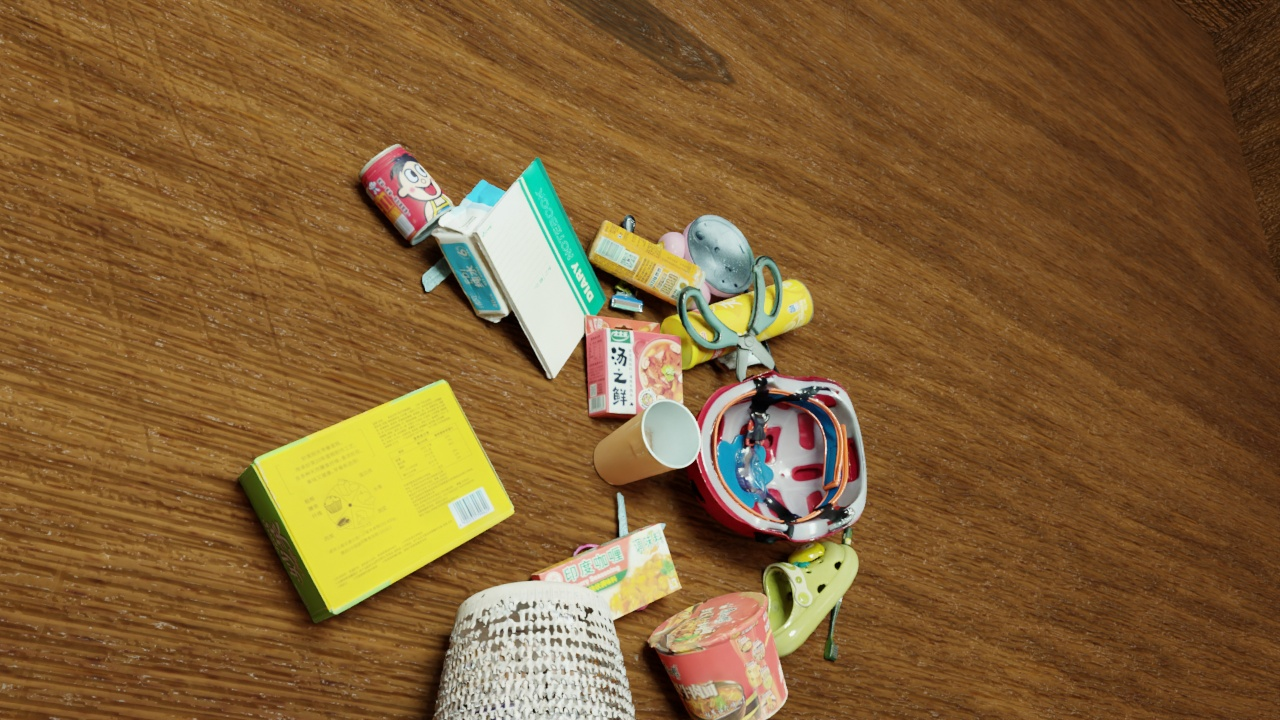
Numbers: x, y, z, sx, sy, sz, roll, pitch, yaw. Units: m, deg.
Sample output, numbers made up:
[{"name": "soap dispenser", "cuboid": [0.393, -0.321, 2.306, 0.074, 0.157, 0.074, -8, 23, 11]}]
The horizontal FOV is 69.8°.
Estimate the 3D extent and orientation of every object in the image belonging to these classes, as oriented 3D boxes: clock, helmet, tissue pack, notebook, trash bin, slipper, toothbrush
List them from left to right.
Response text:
[{"name": "tissue pack", "cuboid": [-0.170, -0.120, 1.032, 0.089, 0.063, 0.140, -54, 133, -38]}, {"name": "trash bin", "cuboid": [-0.096, 0.316, 0.834, 0.227, 0.228, 0.191, 17, 48, -29]}, {"name": "notebook", "cuboid": [-0.110, -0.105, 1.056, 0.150, 0.012, 0.209, -60, 138, -39]}, {"name": "clock", "cuboid": [0.081, -0.129, 1.241, 0.158, 0.060, 0.117, -21, 84, -41]}, {"name": "helmet", "cuboid": [0.147, 0.127, 1.122, 0.239, 0.144, 0.206, 4, 68, -22]}, {"name": "toothbrush", "cuboid": [0.176, -0.018, 1.288, 0.016, 0.014, 0.189, -14, 77, -14]}, {"name": "slipper", "cuboid": [0.193, 0.279, 1.121, 0.081, 0.092, 0.190, 50, 54, -3]}, {"name": "toothbrush", "cuboid": [0.263, 0.304, 1.207, 0.017, 0.012, 0.185, 36, 53, -25]}]

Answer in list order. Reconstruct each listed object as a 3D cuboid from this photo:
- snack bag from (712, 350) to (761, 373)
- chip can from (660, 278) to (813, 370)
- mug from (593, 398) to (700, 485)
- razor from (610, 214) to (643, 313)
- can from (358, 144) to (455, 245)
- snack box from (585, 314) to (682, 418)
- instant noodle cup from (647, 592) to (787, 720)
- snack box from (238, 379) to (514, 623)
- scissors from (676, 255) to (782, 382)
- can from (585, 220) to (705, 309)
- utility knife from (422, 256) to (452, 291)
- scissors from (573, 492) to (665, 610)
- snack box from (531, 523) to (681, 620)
[{"name": "snack bag", "cuboid": [0.136, -0.005, 1.244, 0.104, 0.026, 0.048, -13, 54, -38]}, {"name": "chip can", "cuboid": [0.130, -0.049, 1.213, 0.212, 0.072, 0.072, -18, 81, -31]}, {"name": "mug", "cuboid": [0.002, 0.099, 1.041, 0.078, 0.123, 0.078, 14, 63, -30]}, {"name": "razor", "cuboid": [-0.018, -0.126, 1.193, 0.042, 0.022, 0.142, 10, 65, -20]}, {"name": "can", "cuboid": [-0.259, -0.185, 1.019, 0.094, 0.067, 0.066, 50, 50, -6]}, {"name": "snack box", "cuboid": [-0.007, 0.007, 1.115, 0.113, 0.044, 0.127, 4, 77, -33]}, {"name": "instant noodle cup", "cuboid": [0.093, 0.330, 1.002, 0.137, 0.138, 0.108, -22, 91, -40]}, {"name": "snack box", "cuboid": [-0.249, 0.129, 0.884, 0.209, 0.070, 0.157, -26, 86, -40]}, {"name": "scissors", "cuboid": [0.127, -0.068, 1.158, 0.170, 0.019, 0.178, 39, 68, -24]}, {"name": "can", "cuboid": [0.006, -0.119, 1.152, 0.146, 0.058, 0.058, 26, 56, -11]}, {"name": "utility knife", "cuboid": [-0.192, -0.146, 1.087, 0.031, 0.022, 0.212, 42, 56, -5]}, {"name": "scissors", "cuboid": [-0.023, 0.216, 1.038, 0.135, 0.017, 0.133, 2, 73, -30]}, {"name": "snack box", "cuboid": [-0.035, 0.240, 0.996, 0.155, 0.027, 0.077, -17, 87, -30]}]
